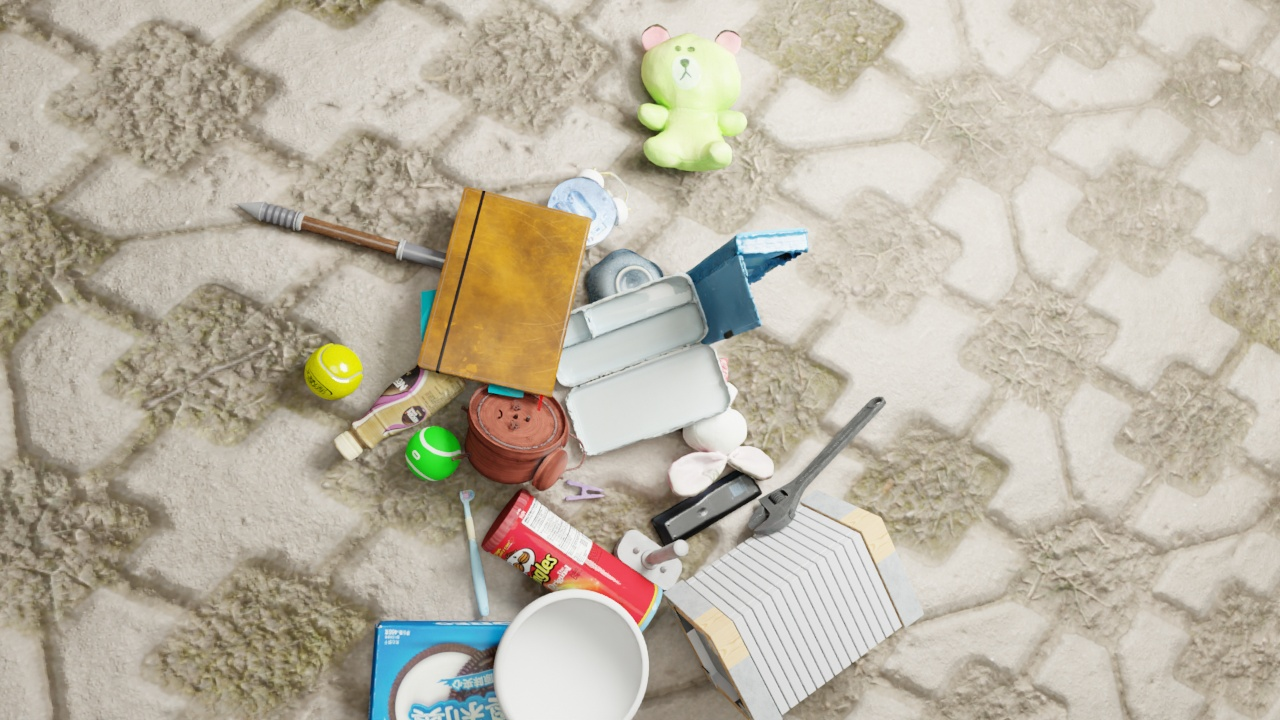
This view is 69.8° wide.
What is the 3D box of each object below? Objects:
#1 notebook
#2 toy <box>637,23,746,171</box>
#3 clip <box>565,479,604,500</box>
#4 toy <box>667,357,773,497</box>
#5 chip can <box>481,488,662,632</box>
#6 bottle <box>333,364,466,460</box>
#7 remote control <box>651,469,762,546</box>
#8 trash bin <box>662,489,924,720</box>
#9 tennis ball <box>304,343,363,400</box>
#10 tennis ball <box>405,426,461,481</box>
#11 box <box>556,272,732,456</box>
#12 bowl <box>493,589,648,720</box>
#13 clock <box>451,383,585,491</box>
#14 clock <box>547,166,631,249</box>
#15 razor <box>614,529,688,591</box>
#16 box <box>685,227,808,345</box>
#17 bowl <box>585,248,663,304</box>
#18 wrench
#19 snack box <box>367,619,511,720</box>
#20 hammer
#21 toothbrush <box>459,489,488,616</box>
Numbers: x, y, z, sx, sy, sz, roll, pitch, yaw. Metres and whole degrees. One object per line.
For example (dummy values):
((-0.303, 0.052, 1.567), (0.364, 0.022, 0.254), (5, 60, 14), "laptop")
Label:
((-0.171, -0.078, 1.112), (0.178, 0.014, 0.249), (13, 76, -6), "notebook")
((0.068, -0.341, 1.218), (0.150, 0.107, 0.196), (5, 72, 11), "toy")
((-0.074, 0.162, 1.166), (0.051, 0.014, 0.043), (-20, 86, -11), "clip")
((0.090, 0.072, 1.180), (0.158, 0.084, 0.194), (-11, 82, -29), "toy")
((-0.083, 0.251, 1.116), (0.213, 0.087, 0.087), (36, 77, -7), "chip can")
((-0.291, 0.058, 1.104), (0.166, 0.060, 0.059), (-38, 93, -14), "bottle")
((0.089, 0.190, 1.194), (0.150, 0.022, 0.047), (-29, 91, -15), "remote control")
((0.184, 0.298, 1.124), (0.246, 0.142, 0.142), (-31, 105, -15), "trash bin")
((-0.364, 0.013, 1.089), (0.065, 0.065, 0.065), (2, 83, -13), "tennis ball")
((-0.249, 0.112, 1.104), (0.065, 0.065, 0.065), (2, 83, -13), "tennis ball")
((-0.006, 0.005, 1.149), (0.210, 0.045, 0.191), (-22, 88, 12), "box")
((-0.083, 0.352, 1.056), (0.176, 0.066, 0.176), (2, 82, -14), "bowl")
((-0.140, 0.093, 1.105), (0.157, 0.072, 0.120), (14, 40, -13), "clock")
((-0.068, -0.196, 1.189), (0.125, 0.052, 0.089), (-41, 93, -14), "clock")
((0.027, 0.239, 1.126), (0.088, 0.116, 0.047), (36, 61, -7), "razor")
((0.129, -0.081, 1.128), (0.094, 0.232, 0.111), (-7, 86, -14), "box")
((-0.013, -0.094, 1.188), (0.110, 0.055, 0.110), (1, 84, -12), "bowl")
((0.239, 0.135, 1.214), (0.272, 0.073, 0.018), (-41, 111, -22), "wrench")
((-0.198, 0.410, 1.085), (0.238, 0.056, 0.195), (4, 82, -13), "snack box")
((-0.333, -0.147, 1.132), (0.322, 0.043, 0.156), (15, 80, -8), "hammer")
((-0.203, 0.236, 1.125), (0.022, 0.016, 0.155), (-4, 82, -51), "toothbrush")
